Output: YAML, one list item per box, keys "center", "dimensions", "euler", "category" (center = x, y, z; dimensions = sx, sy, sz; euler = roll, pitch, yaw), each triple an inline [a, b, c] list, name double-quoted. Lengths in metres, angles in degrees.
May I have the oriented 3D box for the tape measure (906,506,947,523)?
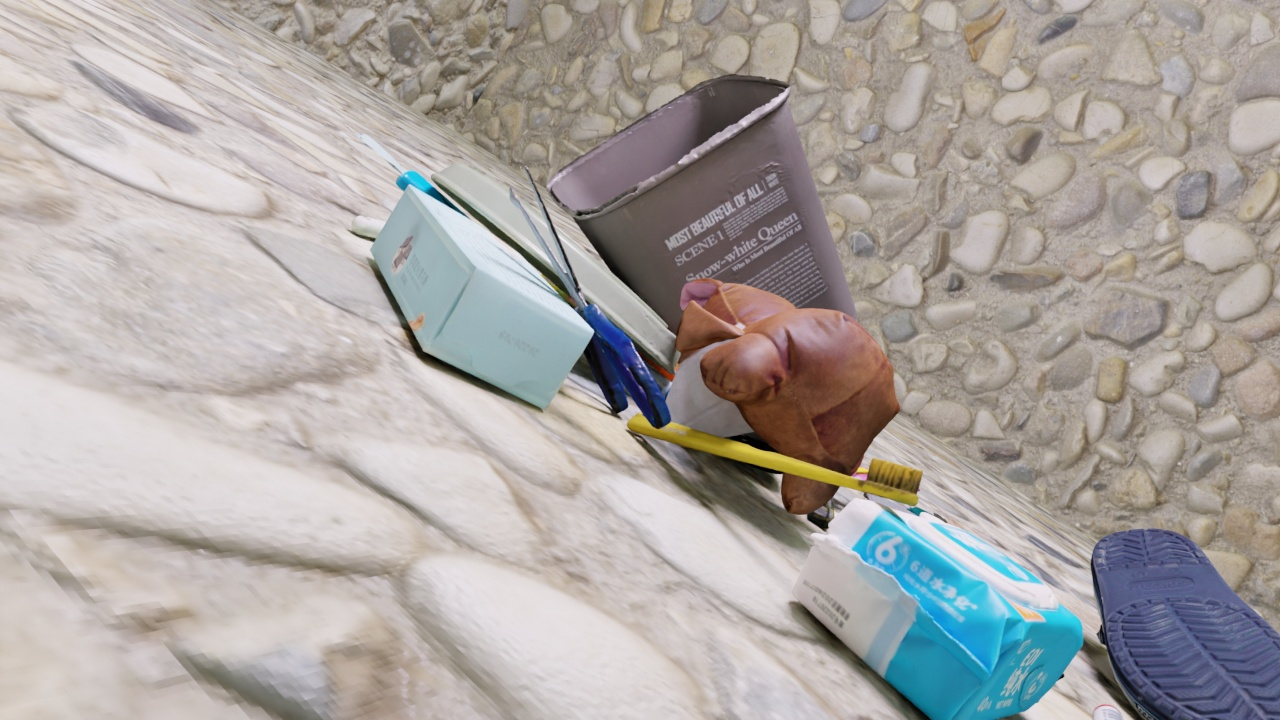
- center: [0.244, 0.142, 0.754]
  dimensions: [0.058, 0.025, 0.054]
  euler: [32, 7, 12]
  category: "tape measure"

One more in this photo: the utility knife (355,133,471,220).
- center: [-0.141, -0.106, 0.694]
  dimensions: [0.185, 0.018, 0.034]
  euler: [42, 20, -26]
  category: "utility knife"

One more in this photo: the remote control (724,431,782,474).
- center: [0.081, 0.056, 0.665]
  dimensions: [0.053, 0.024, 0.136]
  euler: [23, 14, -4]
  category: "remote control"

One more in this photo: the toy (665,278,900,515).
- center: [0.073, 0.014, 0.571]
  dimensions: [0.140, 0.130, 0.199]
  euler: [59, 3, -19]
  category: "toy"

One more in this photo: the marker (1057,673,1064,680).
- center: [0.200, 0.158, 0.525]
  dimensions: [0.132, 0.020, 0.022]
  euler: [28, 38, -29]
  category: "marker"

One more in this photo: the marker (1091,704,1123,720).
- center: [0.230, 0.191, 0.443]
  dimensions: [0.017, 0.017, 0.145]
  euler: [35, 9, 23]
  category: "marker"

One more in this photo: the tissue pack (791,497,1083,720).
- center: [0.139, 0.112, 0.415]
  dimensions: [0.090, 0.063, 0.140]
  euler: [38, 10, 39]
  category: "tissue pack"

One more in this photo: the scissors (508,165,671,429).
- center: [-0.029, -0.025, 0.498]
  dimensions: [0.176, 0.012, 0.162]
  euler: [54, -13, 31]
  category: "scissors"

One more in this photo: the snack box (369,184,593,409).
- center: [-0.095, -0.041, 0.513]
  dimensions: [0.074, 0.052, 0.175]
  euler: [28, 9, -33]
  category: "snack box"

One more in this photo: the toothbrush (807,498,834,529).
- center: [0.131, 0.095, 0.672]
  dimensions: [0.017, 0.012, 0.185]
  euler: [22, 7, 8]
  category: "toothbrush"

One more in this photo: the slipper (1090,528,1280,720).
- center: [0.385, 0.210, 0.654]
  dimensions: [0.252, 0.105, 0.095]
  euler: [-62, 136, -68]
  category: "slipper"

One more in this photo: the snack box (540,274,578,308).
- center: [-0.025, -0.053, 0.914]
  dimensions: [0.140, 0.034, 0.087]
  euler: [22, 12, -42]
  category: "snack box"

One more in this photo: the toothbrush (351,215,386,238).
- center: [-0.151, -0.084, 0.691]
  dimensions: [0.029, 0.020, 0.189]
  euler: [28, 7, 22]
  category: "toothbrush"

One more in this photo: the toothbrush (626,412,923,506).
- center: [0.058, 0.044, 0.464]
  dimensions: [0.015, 0.016, 0.190]
  euler: [21, -7, -39]
  category: "toothbrush"

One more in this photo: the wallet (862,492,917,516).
- center: [0.212, 0.136, 0.638]
  dimensions: [0.130, 0.037, 0.106]
  euler: [33, 9, 10]
  category: "wallet"

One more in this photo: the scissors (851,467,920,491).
- center: [0.159, 0.088, 0.669]
  dimensions: [0.077, 0.017, 0.137]
  euler: [13, 1, 32]
  category: "scissors"

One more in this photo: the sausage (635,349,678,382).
- center: [0.025, 0.012, 0.742]
  dimensions: [0.021, 0.021, 0.165]
  euler: [27, 9, -28]
  category: "sausage"

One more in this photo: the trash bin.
- center: [0.063, -0.101, 0.796]
  dimensions: [0.220, 0.199, 0.198]
  euler: [59, -3, -24]
  category: "trash bin"

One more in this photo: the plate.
- center: [-0.057, -0.069, 0.682]
  dimensions: [0.230, 0.027, 0.230]
  euler: [38, -2, 1]
  category: "plate"

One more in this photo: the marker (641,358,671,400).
- center: [-0.004, 0.004, 0.701]
  dimensions: [0.017, 0.017, 0.146]
  euler: [22, 13, -49]
  category: "marker"
